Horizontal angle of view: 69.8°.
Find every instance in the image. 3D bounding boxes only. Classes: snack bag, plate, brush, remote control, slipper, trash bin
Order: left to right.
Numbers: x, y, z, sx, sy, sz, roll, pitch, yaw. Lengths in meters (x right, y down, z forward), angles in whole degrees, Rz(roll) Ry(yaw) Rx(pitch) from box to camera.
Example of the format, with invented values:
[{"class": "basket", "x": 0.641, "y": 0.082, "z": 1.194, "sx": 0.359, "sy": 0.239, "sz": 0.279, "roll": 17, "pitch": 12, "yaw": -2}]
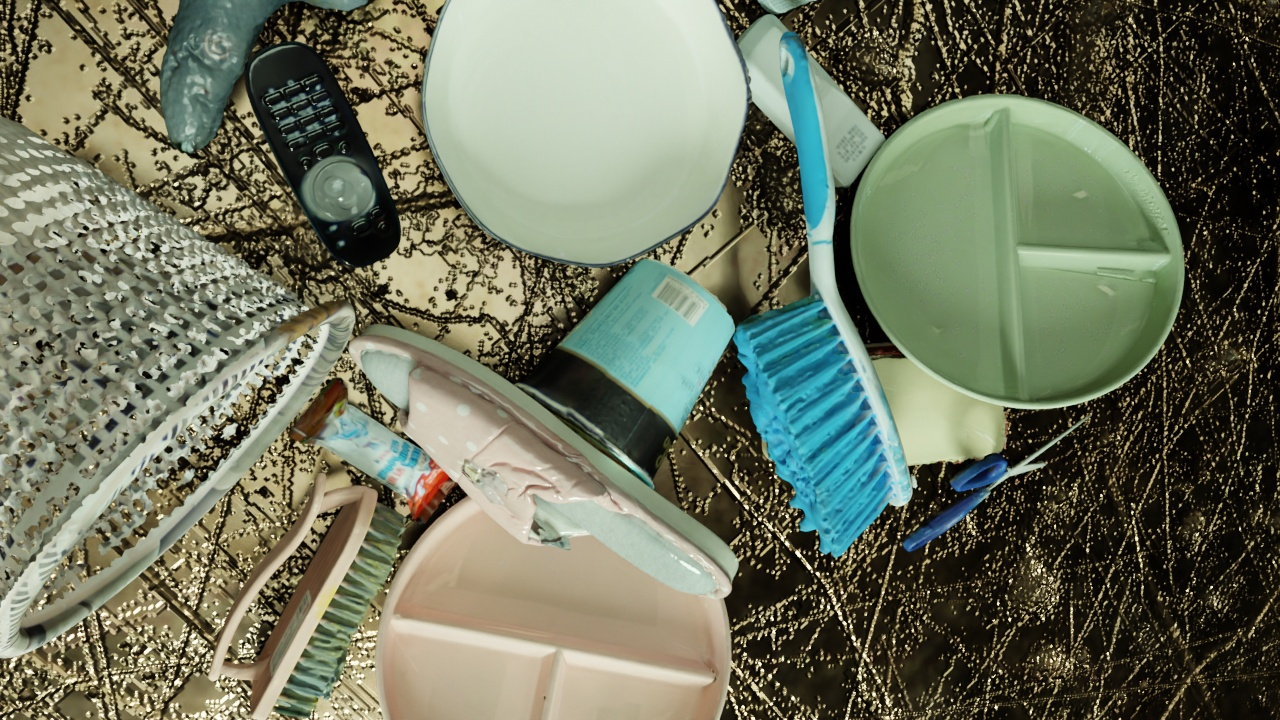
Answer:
[{"class": "trash bin", "x": -0.291, "y": -0.004, "z": 0.454, "sx": 0.192, "sy": 0.227, "sz": 0.227, "roll": 41, "pitch": 85, "yaw": -5}, {"class": "brush", "x": -0.202, "y": 0.141, "z": 0.562, "sx": 0.073, "sy": 0.063, "sz": 0.145, "roll": 28, "pitch": 92, "yaw": -23}, {"class": "remote control", "x": -0.186, "y": -0.120, "z": 0.544, "sx": 0.053, "sy": 0.024, "sz": 0.136, "roll": -28, "pitch": 122, "yaw": -16}, {"class": "snack bag", "x": -0.166, "y": 0.059, "z": 0.584, "sx": 0.104, "sy": 0.026, "sz": 0.048, "roll": 41, "pitch": 78, "yaw": -18}, {"class": "slipper", "x": -0.063, "y": 0.073, "z": 0.554, "sx": 0.274, "sy": 0.114, "sz": 0.054, "roll": 35, "pitch": 63, "yaw": -7}, {"class": "plate", "x": -0.054, "y": 0.187, "z": 0.598, "sx": 0.229, "sy": 0.028, "sz": 0.229, "roll": 3, "pitch": 75, "yaw": -12}, {"class": "plate", "x": -0.034, "y": -0.162, "z": 0.580, "sx": 0.204, "sy": 0.045, "sz": 0.205, "roll": -3, "pitch": 99, "yaw": -17}, {"class": "brush", "x": 0.104, "y": -0.039, "z": 0.578, "sx": 0.109, "sy": 0.060, "sz": 0.314, "roll": -24, "pitch": 99, "yaw": -11}, {"class": "remote control", "x": 0.114, "y": -0.178, "z": 0.632, "sx": 0.125, "sy": 0.024, "sz": 0.049, "roll": 41, "pitch": 83, "yaw": -19}, {"class": "plate", "x": 0.257, "y": -0.077, "z": 0.636, "sx": 0.230, "sy": 0.027, "sz": 0.230, "roll": 0, "pitch": 74, "yaw": -1}]

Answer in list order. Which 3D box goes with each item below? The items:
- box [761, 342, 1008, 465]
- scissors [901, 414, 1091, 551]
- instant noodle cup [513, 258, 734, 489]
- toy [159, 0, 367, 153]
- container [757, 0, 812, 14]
[{"class": "box", "x": 0.178, "y": 0.035, "z": 0.655, "sx": 0.168, "sy": 0.077, "sz": 0.091, "roll": -4, "pitch": 99, "yaw": -15}, {"class": "scissors", "x": 0.263, "y": 0.091, "z": 0.687, "sx": 0.163, "sy": 0.012, "sz": 0.175, "roll": -48, "pitch": 149, "yaw": 23}, {"class": "instant noodle cup", "x": -0.003, "y": 0.003, "z": 0.590, "sx": 0.111, "sy": 0.111, "sz": 0.120, "roll": 40, "pitch": 77, "yaw": -18}, {"class": "toy", "x": -0.187, "y": -0.283, "z": 0.501, "sx": 0.137, "sy": 0.091, "sz": 0.356, "roll": 33, "pitch": 89, "yaw": -46}, {"class": "container", "x": 0.105, "y": -0.279, "z": 0.568, "sx": 0.090, "sy": 0.111, "sz": 0.090, "roll": -45, "pitch": 108, "yaw": -6}]
